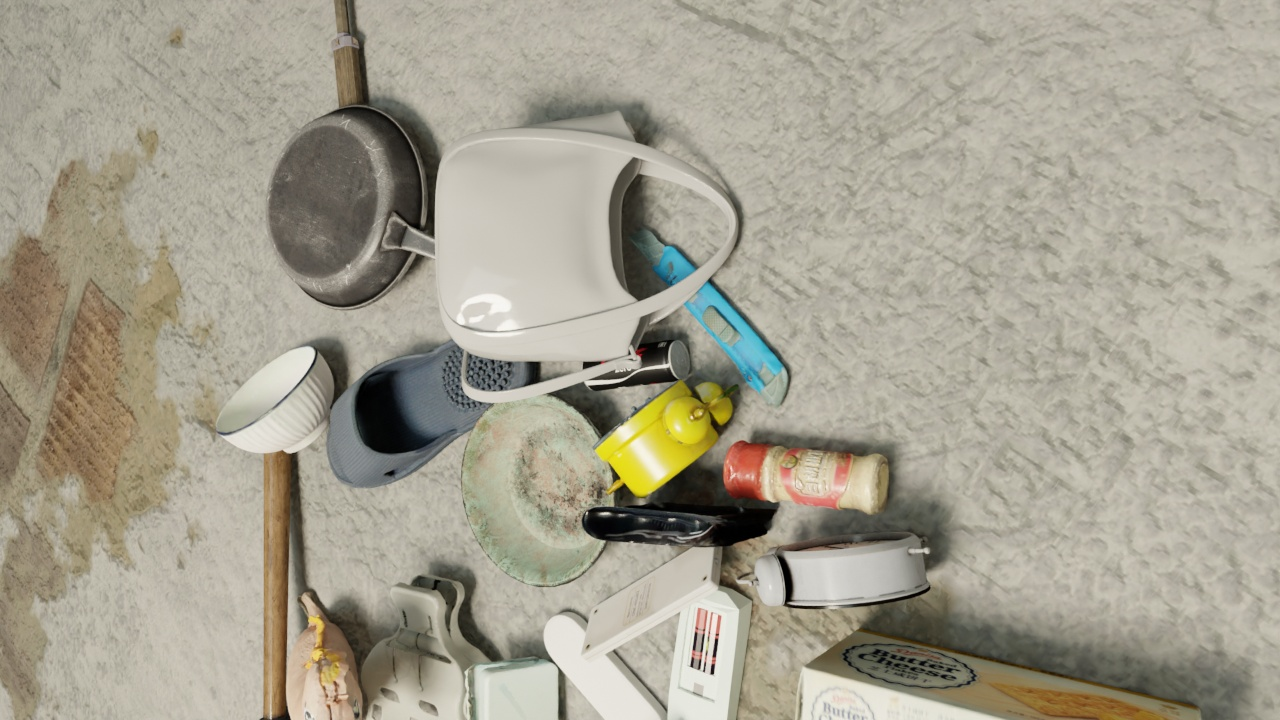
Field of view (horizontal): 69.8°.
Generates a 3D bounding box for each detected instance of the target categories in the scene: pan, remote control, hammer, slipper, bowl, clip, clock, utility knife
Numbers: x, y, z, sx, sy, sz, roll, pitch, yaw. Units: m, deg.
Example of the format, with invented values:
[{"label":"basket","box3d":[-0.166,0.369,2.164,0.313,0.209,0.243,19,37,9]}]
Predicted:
[{"label":"pan","box3d":[-0.202,-0.107,0.800,0.357,0.055,0.187,25,101,26]},{"label":"remote control","box3d":[0.048,0.237,0.683,0.050,0.024,0.143,11,98,31]},{"label":"hammer","box3d":[-0.363,0.229,0.912,0.129,0.040,0.321,147,121,-71]},{"label":"slipper","box3d":[-0.210,0.040,0.806,0.264,0.082,0.101,-27,76,30]},{"label":"bowl","box3d":[-0.340,0.048,0.886,0.118,0.117,0.062,-14,126,32]},{"label":"clip","box3d":[-0.180,0.264,0.817,0.126,0.096,0.152,2,81,31]},{"label":"clock","box3d":[0.122,0.134,0.588,0.123,0.094,0.035,-8,83,15]},{"label":"remote control","box3d":[0.008,0.181,0.694,0.136,0.050,0.011,-37,110,28]},{"label":"hammer","box3d":[-0.269,-0.245,0.863,0.147,0.028,0.317,-7,89,30]},{"label":"clock","box3d":[0.020,0.049,0.658,0.119,0.083,0.057,-40,83,26]},{"label":"utility knife","box3d":[0.049,-0.037,0.678,0.031,0.015,0.178,-48,66,18]},{"label":"bowl","box3d":[-0.076,0.101,0.747,0.158,0.038,0.157,1,93,32]},{"label":"remote control","box3d":[-0.028,0.258,0.738,0.136,0.013,0.043,42,112,24]}]

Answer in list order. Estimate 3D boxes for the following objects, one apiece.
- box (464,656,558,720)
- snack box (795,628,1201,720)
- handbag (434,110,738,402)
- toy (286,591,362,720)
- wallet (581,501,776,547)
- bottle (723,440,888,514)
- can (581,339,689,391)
[{"label":"box","box3d":[-0.101,0.347,0.752,0.083,0.066,0.199,-2,87,-8]},{"label":"snack box","box3d":[0.207,0.217,0.536,0.208,0.104,0.057,5,92,32]},{"label":"handbag","box3d":[-0.037,-0.078,0.686,0.223,0.095,0.215,-3,82,9]},{"label":"toy","box3d":[-0.279,0.269,0.799,0.265,0.065,0.196,121,133,-58]},{"label":"wallet","box3d":[0.028,0.116,0.654,0.115,0.089,0.026,-2,85,33]},{"label":"bottle","box3d":[0.112,0.079,0.626,0.109,0.044,0.044,3,93,31]},{"label":"can","box3d":[-0.004,0.004,0.702,0.081,0.031,0.031,-8,88,32]}]
